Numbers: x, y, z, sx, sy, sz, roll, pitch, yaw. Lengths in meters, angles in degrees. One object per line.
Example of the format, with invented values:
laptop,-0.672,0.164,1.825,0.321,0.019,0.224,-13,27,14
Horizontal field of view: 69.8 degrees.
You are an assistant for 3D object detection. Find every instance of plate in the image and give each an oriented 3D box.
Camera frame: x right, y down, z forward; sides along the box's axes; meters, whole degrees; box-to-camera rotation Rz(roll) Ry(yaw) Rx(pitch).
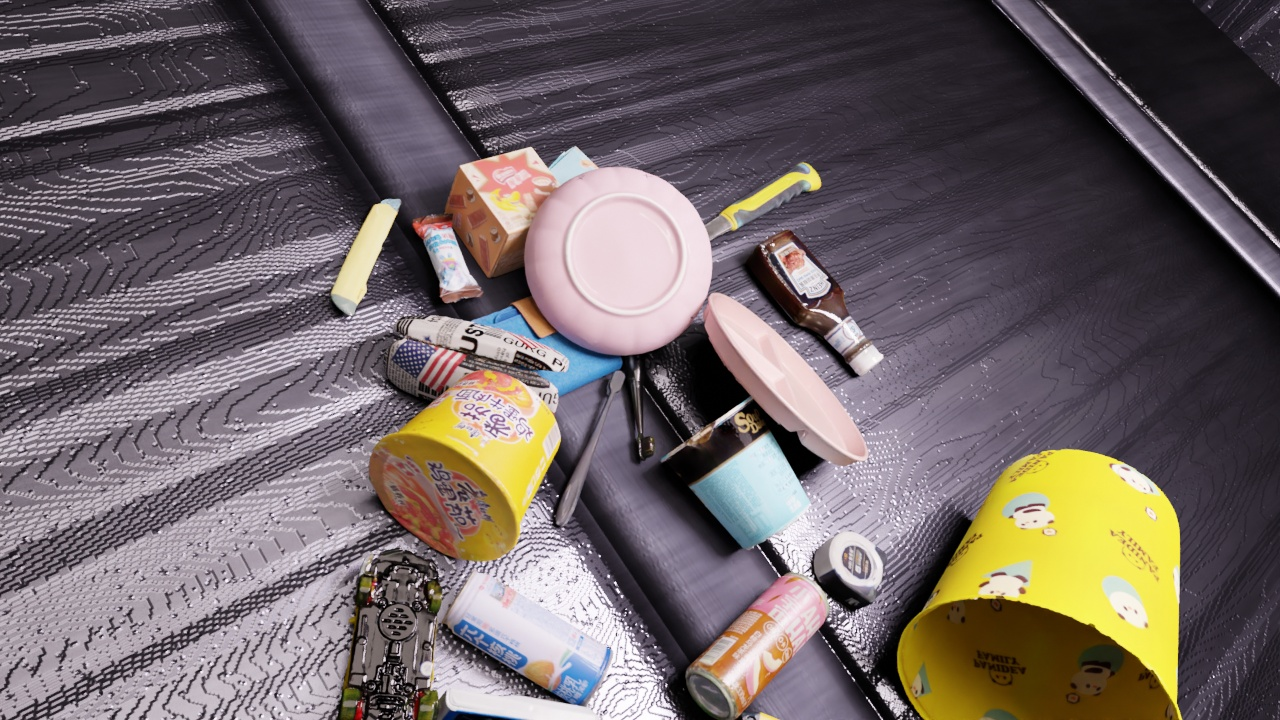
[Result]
plate,-0.017,-0.102,0.907,0.192,0.039,0.192,1,84,-12
plate,0.145,0.021,0.941,0.229,0.028,0.229,40,17,-15

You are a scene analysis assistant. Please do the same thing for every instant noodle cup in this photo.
instant noodle cup,0.097,0.113,0.884,0.111,0.111,0.120,-30,83,-37
instant noodle cup,-0.140,0.082,0.775,0.138,0.138,0.109,34,43,-2

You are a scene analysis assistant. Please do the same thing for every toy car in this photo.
toy car,-0.191,0.223,0.708,0.071,0.041,0.155,10,57,-20

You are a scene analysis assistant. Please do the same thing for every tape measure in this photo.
tape measure,0.208,0.205,0.915,0.066,0.034,0.065,37,49,-2

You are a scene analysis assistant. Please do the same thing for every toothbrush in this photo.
toothbrush,-0.049,0.083,0.888,0.015,0.018,0.180,30,53,-12
toothbrush,-0.006,0.006,0.950,0.026,0.027,0.212,32,42,-47

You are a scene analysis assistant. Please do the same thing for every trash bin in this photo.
trash bin,0.397,0.230,0.877,0.229,0.230,0.254,41,46,4

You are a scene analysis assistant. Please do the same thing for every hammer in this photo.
hammer,0.116,-0.180,1.127,0.322,0.032,0.126,-34,78,-37

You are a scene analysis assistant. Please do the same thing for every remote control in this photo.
remote control,-0.095,0.277,0.714,0.125,0.049,0.024,15,51,-16

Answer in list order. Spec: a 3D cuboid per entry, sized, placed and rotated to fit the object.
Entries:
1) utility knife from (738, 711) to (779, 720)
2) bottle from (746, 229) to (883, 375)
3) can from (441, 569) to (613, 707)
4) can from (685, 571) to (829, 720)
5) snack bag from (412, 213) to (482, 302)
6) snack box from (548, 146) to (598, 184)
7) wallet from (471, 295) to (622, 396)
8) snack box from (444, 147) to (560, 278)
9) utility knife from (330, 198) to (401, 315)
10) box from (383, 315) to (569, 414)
utility knife,0.176,0.362,0.808,0.209,0.015,0.033,29,54,-6
bottle,0.211,-0.066,1.091,0.079,0.044,0.195,-30,76,-36
can,-0.092,0.225,0.746,0.134,0.053,0.053,32,51,-3
can,0.106,0.253,0.819,0.146,0.058,0.058,-33,77,-37
snack bag,-0.197,-0.104,0.932,0.045,0.026,0.105,-11,67,-34
snack box,-0.026,-0.148,0.995,0.051,0.074,0.175,-44,77,-3
wallet,-0.094,-0.014,0.916,0.132,0.040,0.106,-25,76,-35
snack box,-0.136,-0.156,0.962,0.092,0.077,0.094,-25,72,-35
utility knife,-0.269,-0.110,0.907,0.031,0.018,0.167,23,53,-15
box,-0.152,0.012,0.841,0.162,0.076,0.088,17,97,-4
